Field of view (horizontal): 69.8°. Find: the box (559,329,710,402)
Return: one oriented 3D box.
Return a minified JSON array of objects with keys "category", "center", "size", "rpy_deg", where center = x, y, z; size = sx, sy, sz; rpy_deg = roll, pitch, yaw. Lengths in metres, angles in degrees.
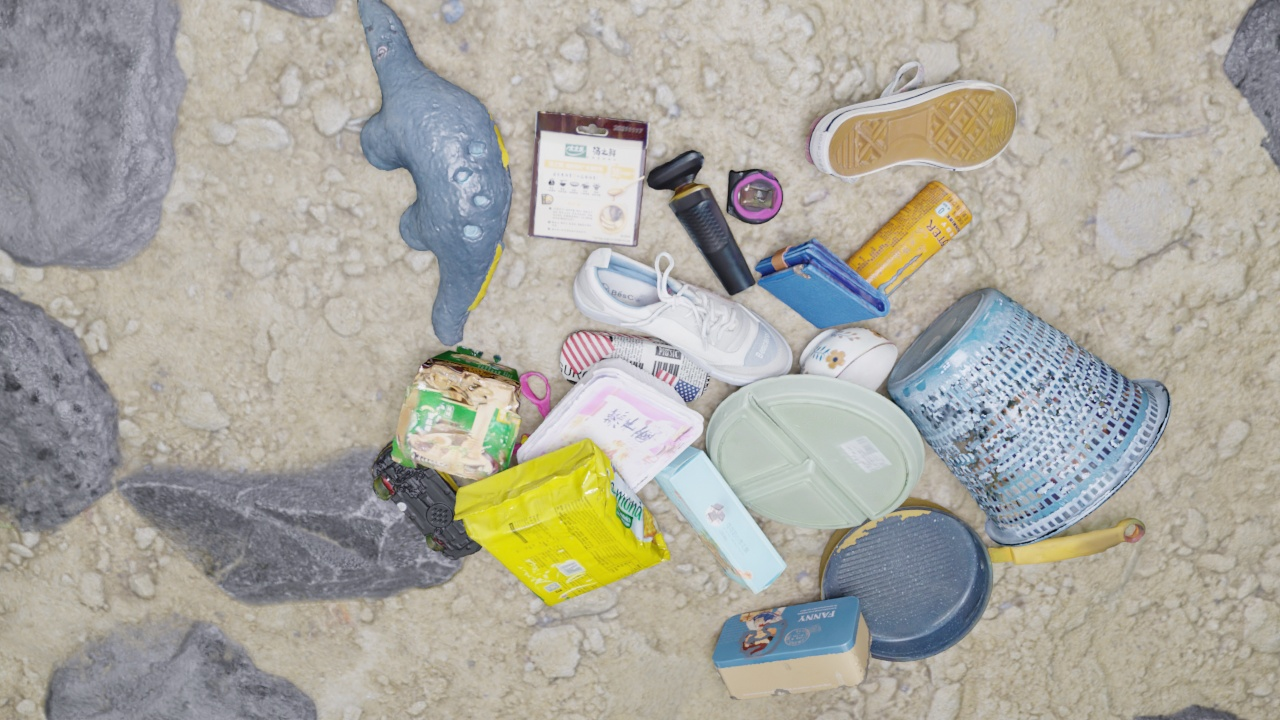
[{"category":"box","center":[-0.006,0.004,0.989],"size":[0.164,0.060,0.072],"rpy_deg":[11,127,-4]}]

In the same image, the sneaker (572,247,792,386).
[{"category":"sneaker","center":[0.051,-0.051,0.932],"size":[0.242,0.091,0.089],"rpy_deg":[23,65,-3]}]

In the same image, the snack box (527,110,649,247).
[{"category":"snack box","center":[-0.053,-0.182,0.925],"size":[0.113,0.053,0.126],"rpy_deg":[5,105,-3]}]

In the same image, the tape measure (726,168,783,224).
[{"category":"tape measure","center":[0.117,-0.168,0.941],"size":[0.058,0.039,0.057],"rpy_deg":[4,105,-3]}]

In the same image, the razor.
[{"category":"razor","center":[0.070,-0.137,0.944],"size":[0.062,0.067,0.167],"rpy_deg":[-26,115,16]}]

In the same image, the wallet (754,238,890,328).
[{"category":"wallet","center":[0.178,-0.074,0.925],"size":[0.106,0.133,0.040],"rpy_deg":[36,78,-11]}]

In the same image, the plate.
[{"category":"plate","center":[0.180,0.105,0.969],"size":[0.230,0.027,0.231],"rpy_deg":[9,135,9]}]

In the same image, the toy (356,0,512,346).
[{"category":"toy","center":[-0.196,-0.188,0.909],"size":[0.138,0.091,0.356],"rpy_deg":[-6,107,29]}]

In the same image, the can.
[{"category":"can","center":[0.270,-0.116,0.951],"size":[0.058,0.058,0.146],"rpy_deg":[44,100,-12]}]

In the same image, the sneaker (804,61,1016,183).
[{"category":"sneaker","center":[0.259,-0.231,0.907],"size":[0.240,0.088,0.118],"rpy_deg":[-13,119,-20]}]

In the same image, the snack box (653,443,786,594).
[{"category":"snack box","center":[0.083,0.172,1.012],"size":[0.051,0.074,0.175],"rpy_deg":[-39,104,-12]}]

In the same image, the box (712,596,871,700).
[{"category":"box","center":[0.177,0.323,1.030],"size":[0.185,0.089,0.062],"rpy_deg":[-20,106,25]}]

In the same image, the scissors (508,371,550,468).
[{"category":"scissors","center":[-0.104,0.073,1.016],"size":[0.133,0.017,0.133],"rpy_deg":[-28,108,1]}]

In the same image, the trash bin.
[{"category":"trash bin","center":[0.372,0.040,0.934],"size":[0.195,0.226,0.227],"rpy_deg":[43,100,1]}]

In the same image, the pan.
[{"category":"pan","center":[0.380,0.232,1.042],"size":[0.357,0.078,0.198],"rpy_deg":[-20,106,4]}]

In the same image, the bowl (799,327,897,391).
[{"category":"bowl","center":[0.209,0.006,0.971],"size":[0.113,0.113,0.062],"rpy_deg":[-46,60,10]}]

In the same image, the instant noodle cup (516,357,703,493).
[{"category":"instant noodle cup","center":[-0.033,0.069,0.964],"size":[0.138,0.060,0.174],"rpy_deg":[29,124,-23]}]

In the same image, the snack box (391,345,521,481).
[{"category":"snack box","center":[-0.181,0.052,0.961],"size":[0.118,0.105,0.118],"rpy_deg":[17,106,-5]}]

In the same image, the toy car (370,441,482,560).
[{"category":"toy car","center":[-0.233,0.155,1.020],"size":[0.071,0.041,0.156],"rpy_deg":[-37,102,8]}]

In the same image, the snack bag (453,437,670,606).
[{"category":"snack bag","center":[-0.076,0.183,0.964],"size":[0.158,0.068,0.246],"rpy_deg":[-22,141,8]}]
